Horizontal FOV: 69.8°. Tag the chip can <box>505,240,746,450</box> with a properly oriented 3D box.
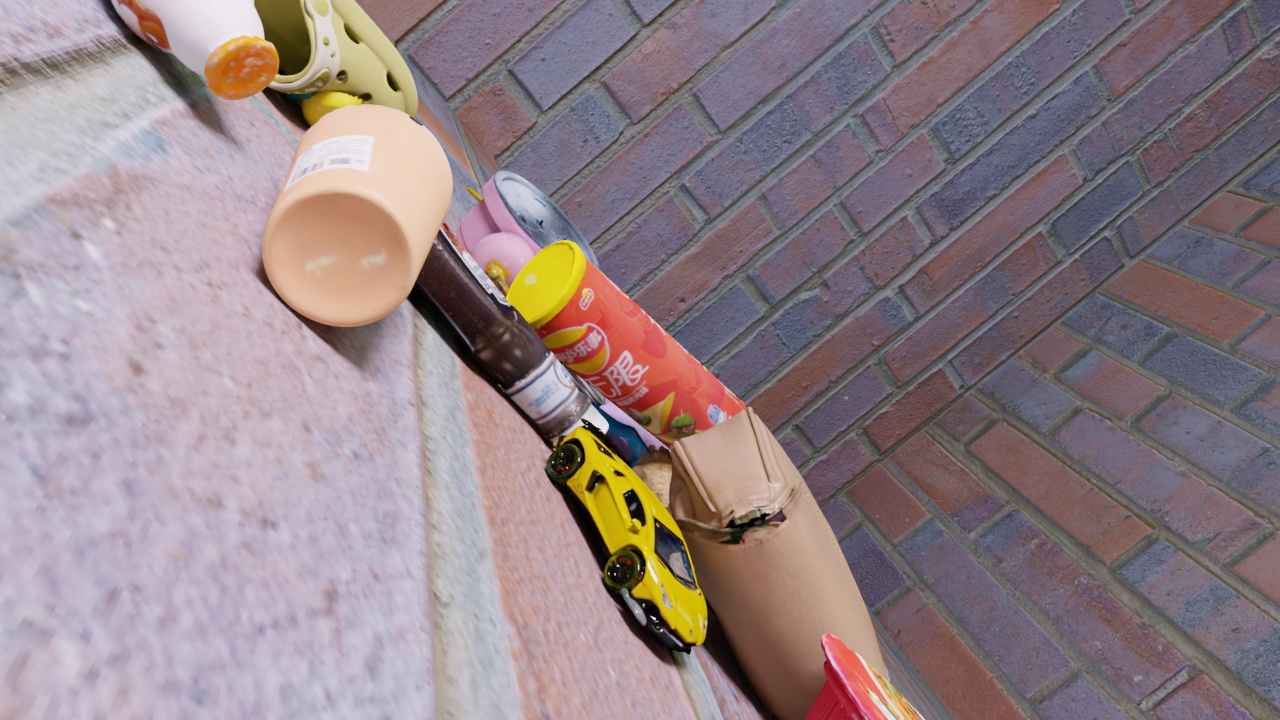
[{"bbox_3d":[-0.004,0.004,0.686,0.216,0.073,0.073,42,8,-35],"label":"chip can"}]

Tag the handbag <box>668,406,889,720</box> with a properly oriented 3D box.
[{"bbox_3d":[0.083,0.140,0.593,0.204,0.100,0.147,62,3,-14],"label":"handbag"}]

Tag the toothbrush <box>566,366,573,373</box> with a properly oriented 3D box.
[{"bbox_3d":[-0.109,-0.051,0.903,0.189,0.018,0.014,50,5,5],"label":"toothbrush"}]

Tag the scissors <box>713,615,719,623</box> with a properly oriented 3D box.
[{"bbox_3d":[0.102,0.231,0.688,0.173,0.012,0.162,48,7,-23],"label":"scissors"}]

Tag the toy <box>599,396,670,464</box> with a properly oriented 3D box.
[{"bbox_3d":[-0.002,0.069,0.807,0.108,0.039,0.083,54,30,-16],"label":"toy"}]

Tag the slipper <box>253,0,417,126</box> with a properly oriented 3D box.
[{"bbox_3d":[-0.229,-0.206,0.608,0.190,0.092,0.081,58,35,-47],"label":"slipper"}]

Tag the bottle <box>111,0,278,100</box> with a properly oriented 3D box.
[{"bbox_3d":[-0.216,-0.174,0.437,0.108,0.063,0.063,51,4,13],"label":"bottle"}]

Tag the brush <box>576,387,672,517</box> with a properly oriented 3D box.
[{"bbox_3d":[-0.027,0.054,0.733,0.254,0.046,0.083,46,9,-12],"label":"brush"}]

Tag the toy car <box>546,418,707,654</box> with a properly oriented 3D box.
[{"bbox_3d":[-0.004,0.096,0.515,0.071,0.041,0.155,47,6,-43],"label":"toy car"}]

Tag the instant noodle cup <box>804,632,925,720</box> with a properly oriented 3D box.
[{"bbox_3d":[0.137,0.231,0.449,0.194,0.066,0.193,46,4,-4],"label":"instant noodle cup"}]

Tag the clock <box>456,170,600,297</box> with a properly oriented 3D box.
[{"bbox_3d":[-0.088,-0.079,0.730,0.117,0.060,0.158,36,21,-37],"label":"clock"}]

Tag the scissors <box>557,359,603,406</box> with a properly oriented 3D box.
[{"bbox_3d":[-0.074,-0.011,0.819,0.195,0.015,0.215,63,11,8],"label":"scissors"}]

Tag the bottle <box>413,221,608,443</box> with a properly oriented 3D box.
[{"bbox_3d":[-0.093,-0.021,0.573,0.195,0.044,0.080,51,1,-11],"label":"bottle"}]

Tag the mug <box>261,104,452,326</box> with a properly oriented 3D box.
[{"bbox_3d":[-0.124,-0.065,0.406,0.078,0.078,0.122,49,8,-24],"label":"mug"}]
